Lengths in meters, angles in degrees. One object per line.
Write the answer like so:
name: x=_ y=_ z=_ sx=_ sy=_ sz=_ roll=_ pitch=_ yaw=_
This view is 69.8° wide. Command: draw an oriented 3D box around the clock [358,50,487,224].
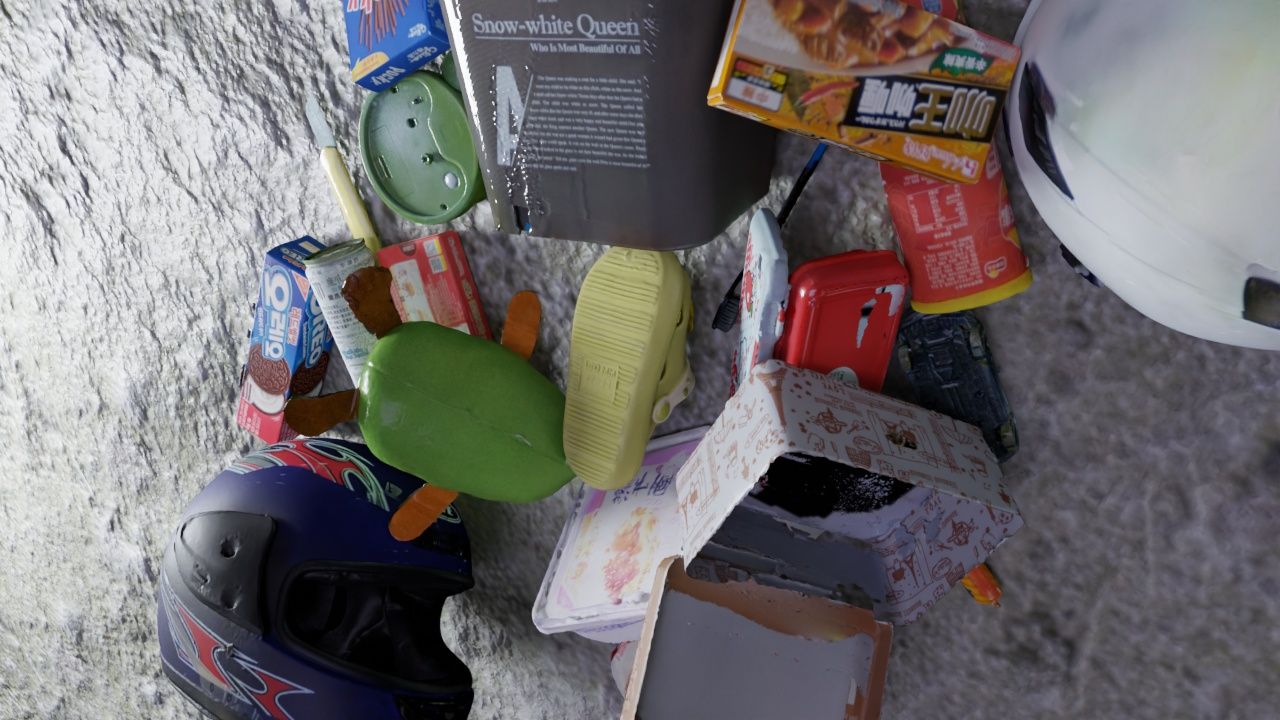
clock: x=-0.144 y=-0.173 z=0.710 sx=0.162 sy=0.056 sz=0.116 roll=-16 pitch=102 yaw=33

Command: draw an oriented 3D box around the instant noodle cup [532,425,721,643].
instant noodle cup: x=0.005 y=0.140 z=0.700 sx=0.138 sy=0.173 sz=0.060 roll=-18 pitch=122 yaw=33

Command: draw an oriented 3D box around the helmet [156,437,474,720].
helmet: x=-0.264 y=0.197 z=0.811 sx=0.316 sy=0.247 sz=0.240 roll=17 pitch=82 yaw=29

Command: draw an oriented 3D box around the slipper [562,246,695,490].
slipper: x=-0.004 y=0.004 z=0.693 sx=0.092 sy=0.081 sz=0.191 roll=22 pitch=104 yaw=38

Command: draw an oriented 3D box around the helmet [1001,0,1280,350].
helmet: x=0.296 y=-0.112 z=0.438 sx=0.258 sy=0.145 sz=0.230 roll=40 pitch=123 yaw=10

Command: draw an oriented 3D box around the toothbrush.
toothbrush: x=0.097 y=-0.093 z=0.635 sx=0.016 sy=0.014 sz=0.190 roll=36 pitch=122 yaw=11

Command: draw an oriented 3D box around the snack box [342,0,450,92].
snack box: x=-0.182 y=-0.286 z=0.668 sx=0.085 sy=0.026 sz=0.157 roll=-17 pitch=78 yaw=33

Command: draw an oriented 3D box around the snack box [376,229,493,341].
snack box: x=-0.171 y=-0.032 z=0.799 sx=0.075 sy=0.025 sz=0.153 roll=-9 pitch=105 yaw=31

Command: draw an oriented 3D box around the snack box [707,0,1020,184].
snack box: x=0.116 y=-0.148 z=0.475 sx=0.153 sy=0.026 sz=0.075 roll=14 pitch=97 yaw=-16

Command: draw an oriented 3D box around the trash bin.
trash bin: x=-0.010 y=-0.197 z=0.552 sx=0.199 sy=0.198 sz=0.220 roll=11 pitch=120 yaw=25

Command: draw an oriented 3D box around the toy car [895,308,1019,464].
toy car: x=0.210 y=0.017 z=0.605 sx=0.054 sy=0.036 sz=0.121 roll=-15 pitch=112 yaw=30

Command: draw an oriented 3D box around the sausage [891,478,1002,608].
sausage: x=0.205 y=0.109 z=0.651 sx=0.022 sy=0.021 sz=0.165 roll=-37 pitch=89 yaw=34

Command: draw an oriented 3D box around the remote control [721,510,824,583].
remote control: x=0.095 y=0.145 z=0.727 sx=0.056 sy=0.019 sz=0.135 roll=40 pitch=123 yaw=9

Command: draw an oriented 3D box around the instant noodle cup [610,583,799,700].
instant noodle cup: x=0.077 y=0.245 z=0.733 sx=0.194 sy=0.065 sz=0.194 roll=11 pitch=128 yaw=14

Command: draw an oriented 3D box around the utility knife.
utility knife: x=-0.253 y=-0.136 z=0.806 sx=0.031 sy=0.020 sz=0.195 roll=-12 pitch=111 yaw=31

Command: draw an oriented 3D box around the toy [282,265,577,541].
toy: x=-0.147 y=0.040 z=0.740 sx=0.246 sy=0.090 sz=0.227 roll=29 pitch=88 yaw=-15

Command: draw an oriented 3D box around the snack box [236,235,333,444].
snack box: x=-0.335 y=-0.015 z=0.878 sx=0.058 sy=0.057 sz=0.208 roll=31 pitch=121 yaw=11

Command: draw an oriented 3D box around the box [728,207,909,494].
box: x=0.102 y=-0.001 z=0.622 sx=0.101 sy=0.095 sz=0.202 roll=-117 pitch=23 yaw=-46

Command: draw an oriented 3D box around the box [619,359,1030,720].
box: x=0.103 y=0.143 z=0.585 sx=0.179 sy=0.130 sz=0.272 roll=18 pitch=100 yaw=-18

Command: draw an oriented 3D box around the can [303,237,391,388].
can: x=-0.242 y=-0.030 z=0.810 sx=0.058 sy=0.058 sz=0.147 roll=-5 pitch=114 yaw=30

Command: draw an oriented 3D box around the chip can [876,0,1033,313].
chip can: x=0.169 y=-0.138 z=0.541 sx=0.073 sy=0.073 sz=0.216 roll=-12 pitch=104 yaw=32
